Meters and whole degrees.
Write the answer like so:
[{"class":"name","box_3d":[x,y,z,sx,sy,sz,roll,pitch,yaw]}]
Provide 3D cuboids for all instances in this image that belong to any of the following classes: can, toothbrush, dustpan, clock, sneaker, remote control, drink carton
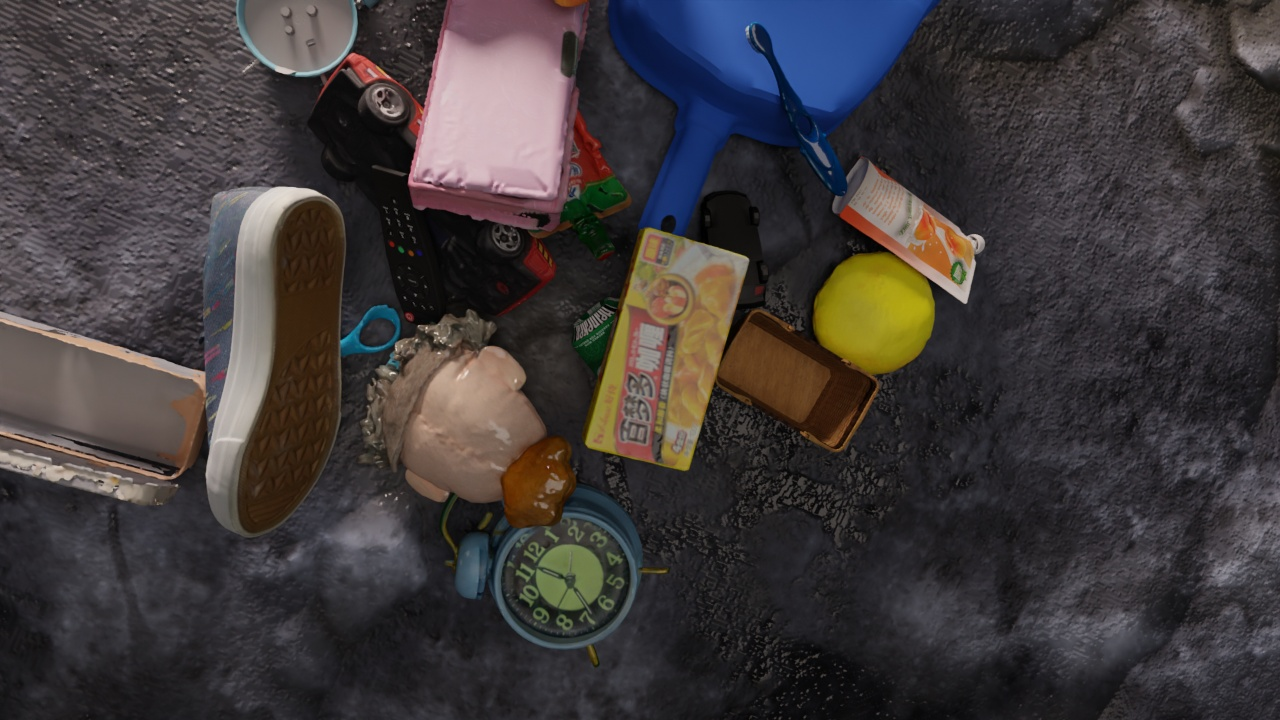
[{"class":"can","box_3d":[-0.004,0.004,0.660,0.053,0.053,0.101,-40,101,-3]},{"class":"toothbrush","box_3d":[0.105,-0.166,0.613,0.021,0.016,0.132,-35,111,-1]},{"class":"dustpan","box_3d":[0.063,-0.199,0.638,0.245,0.060,0.257,24,78,-12]},{"class":"clock","box_3d":[-0.217,-0.241,0.598,0.087,0.042,0.123,14,96,-11]},{"class":"sneaker","box_3d":[-0.251,-0.002,0.604,0.079,0.087,0.236,19,106,23]},{"class":"clock","box_3d":[-0.069,0.141,0.663,0.162,0.060,0.118,33,92,-8]},{"class":"remote control","box_3d":[-0.152,-0.072,0.607,0.039,0.010,0.125,19,136,22]},{"class":"drink carton","box_3d":[0.206,-0.098,0.689,0.122,0.039,0.069,33,57,-11]}]

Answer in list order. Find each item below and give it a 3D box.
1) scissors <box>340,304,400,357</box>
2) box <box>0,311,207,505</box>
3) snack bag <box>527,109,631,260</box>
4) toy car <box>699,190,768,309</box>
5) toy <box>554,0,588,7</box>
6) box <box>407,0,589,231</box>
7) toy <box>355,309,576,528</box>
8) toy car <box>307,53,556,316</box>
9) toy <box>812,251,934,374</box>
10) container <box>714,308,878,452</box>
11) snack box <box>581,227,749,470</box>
[{"class":"scissors","box_3d":[-0.238,-0.007,0.640,0.133,0.015,0.103,-44,106,2]},{"class":"box","box_3d":[-0.394,0.020,0.584,0.216,0.095,0.107,18,69,-11]},{"class":"snack bag","box_3d":[-0.059,-0.136,0.616,0.087,0.044,0.155,-26,84,-36]},{"class":"toy car","box_3d":[0.066,-0.079,0.671,0.042,0.036,0.091,-4,74,-7]},{"class":"toy","box_3d":[-0.092,-0.310,0.559,0.216,0.099,0.147,32,53,7]},{"class":"box","box_3d":[-0.081,-0.191,0.571,0.098,0.046,0.232,11,64,-12]},{"class":"toy","box_3d":[-0.110,0.045,0.615,0.176,0.076,0.133,39,111,20]},{"class":"toy car","box_3d":[-0.139,-0.111,0.610,0.189,0.082,0.056,47,48,-13]},{"class":"toy","box_3d":[0.177,-0.035,0.694,0.095,0.041,0.094,-37,96,-3]},{"class":"container","box_3d":[0.106,0.012,0.676,0.114,0.061,0.063,30,91,-12]},{"class":"snack box","box_3d":[0.016,-0.007,0.620,0.075,0.025,0.152,15,95,-11]}]
